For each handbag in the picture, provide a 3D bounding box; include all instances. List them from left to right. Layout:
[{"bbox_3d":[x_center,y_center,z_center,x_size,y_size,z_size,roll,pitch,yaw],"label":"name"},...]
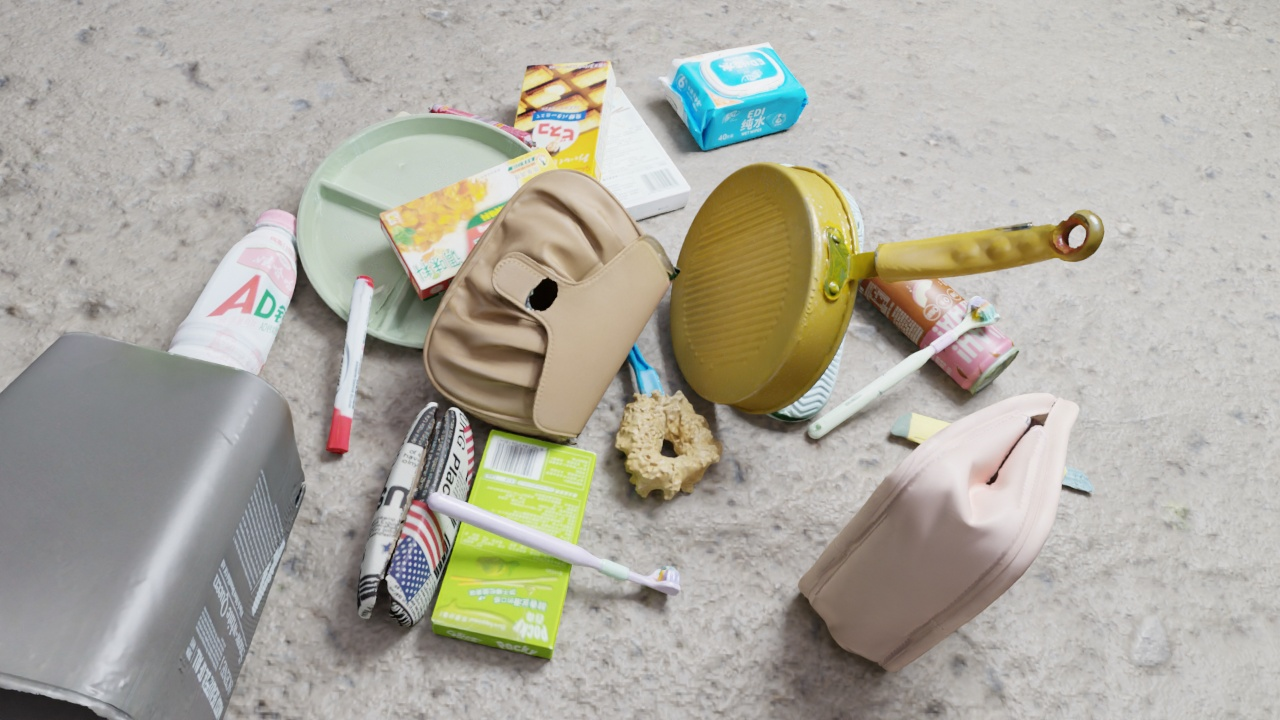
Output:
[{"bbox_3d":[-0.071,-0.041,0.708,0.148,0.100,0.204,31,83,-3],"label":"handbag"},{"bbox_3d":[0.231,0.098,0.651,0.093,0.194,0.233,44,50,17],"label":"handbag"}]

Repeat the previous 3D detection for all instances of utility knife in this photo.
[{"bbox_3d":[0.297,0.076,0.770,0.177,0.019,0.030,15,59,6],"label":"utility knife"}]

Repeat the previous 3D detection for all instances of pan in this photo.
[{"bbox_3d":[0.145,-0.062,0.659,0.078,0.358,0.197,9,80,-29],"label":"pan"}]

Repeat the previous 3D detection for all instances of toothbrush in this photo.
[{"bbox_3d":[-0.058,0.127,0.637,0.189,0.029,0.021,23,91,-17],"label":"toothbrush"},{"bbox_3d":[0.217,0.008,0.767,0.189,0.020,0.029,-35,63,-4],"label":"toothbrush"}]

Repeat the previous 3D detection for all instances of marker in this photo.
[{"bbox_3d":[-0.226,0.001,0.716,0.017,0.017,0.145,5,69,-6],"label":"marker"}]

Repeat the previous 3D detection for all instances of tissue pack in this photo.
[{"bbox_3d":[0.097,-0.278,0.956,0.139,0.063,0.090,-18,60,-21],"label":"tissue pack"}]

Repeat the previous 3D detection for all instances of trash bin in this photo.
[{"bbox_3d":[-0.316,0.121,0.540,0.198,0.199,0.219,14,48,-1],"label":"trash bin"}]

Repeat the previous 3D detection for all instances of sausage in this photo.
[{"bbox_3d":[-0.153,-0.223,0.876,0.156,0.020,0.020,26,52,35],"label":"sausage"}]

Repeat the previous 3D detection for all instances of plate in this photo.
[{"bbox_3d":[-0.175,-0.112,0.792,0.230,0.028,0.229,4,68,-9],"label":"plate"}]

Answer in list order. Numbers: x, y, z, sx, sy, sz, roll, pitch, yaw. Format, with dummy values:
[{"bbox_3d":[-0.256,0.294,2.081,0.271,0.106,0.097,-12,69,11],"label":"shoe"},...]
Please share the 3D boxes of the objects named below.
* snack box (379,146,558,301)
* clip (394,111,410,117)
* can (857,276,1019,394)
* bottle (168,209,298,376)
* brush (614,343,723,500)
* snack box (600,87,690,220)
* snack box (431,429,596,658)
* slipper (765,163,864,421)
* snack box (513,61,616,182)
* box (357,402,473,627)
[{"bbox_3d":[-0.130,-0.116,0.771,0.155,0.027,0.077,-27,77,-18],"label":"snack box"},{"bbox_3d":[-0.187,-0.193,0.876,0.104,0.077,0.034,15,55,14],"label":"clip"},{"bbox_3d":[0.262,-0.039,0.820,0.057,0.058,0.147,-31,65,-27],"label":"can"},{"bbox_3d":[-0.315,-0.040,0.722,0.068,0.068,0.196,10,52,-3],"label":"bottle"},{"bbox_3d":[-0.005,0.005,0.762,0.083,0.046,0.254,-13,55,-13],"label":"brush"},{"bbox_3d":[-0.024,-0.203,0.905,0.084,0.027,0.156,-20,61,-21],"label":"snack box"},{"bbox_3d":[-0.088,0.129,0.664,0.086,0.026,0.156,12,54,-1],"label":"snack box"},{"bbox_3d":[0.135,-0.061,0.809,0.104,0.074,0.245,9,70,-4],"label":"slipper"},{"bbox_3d":[-0.076,-0.222,0.878,0.087,0.034,0.140,1,68,13],"label":"snack box"},{"bbox_3d":[-0.147,0.106,0.647,0.076,0.075,0.163,16,52,-4],"label":"box"}]
